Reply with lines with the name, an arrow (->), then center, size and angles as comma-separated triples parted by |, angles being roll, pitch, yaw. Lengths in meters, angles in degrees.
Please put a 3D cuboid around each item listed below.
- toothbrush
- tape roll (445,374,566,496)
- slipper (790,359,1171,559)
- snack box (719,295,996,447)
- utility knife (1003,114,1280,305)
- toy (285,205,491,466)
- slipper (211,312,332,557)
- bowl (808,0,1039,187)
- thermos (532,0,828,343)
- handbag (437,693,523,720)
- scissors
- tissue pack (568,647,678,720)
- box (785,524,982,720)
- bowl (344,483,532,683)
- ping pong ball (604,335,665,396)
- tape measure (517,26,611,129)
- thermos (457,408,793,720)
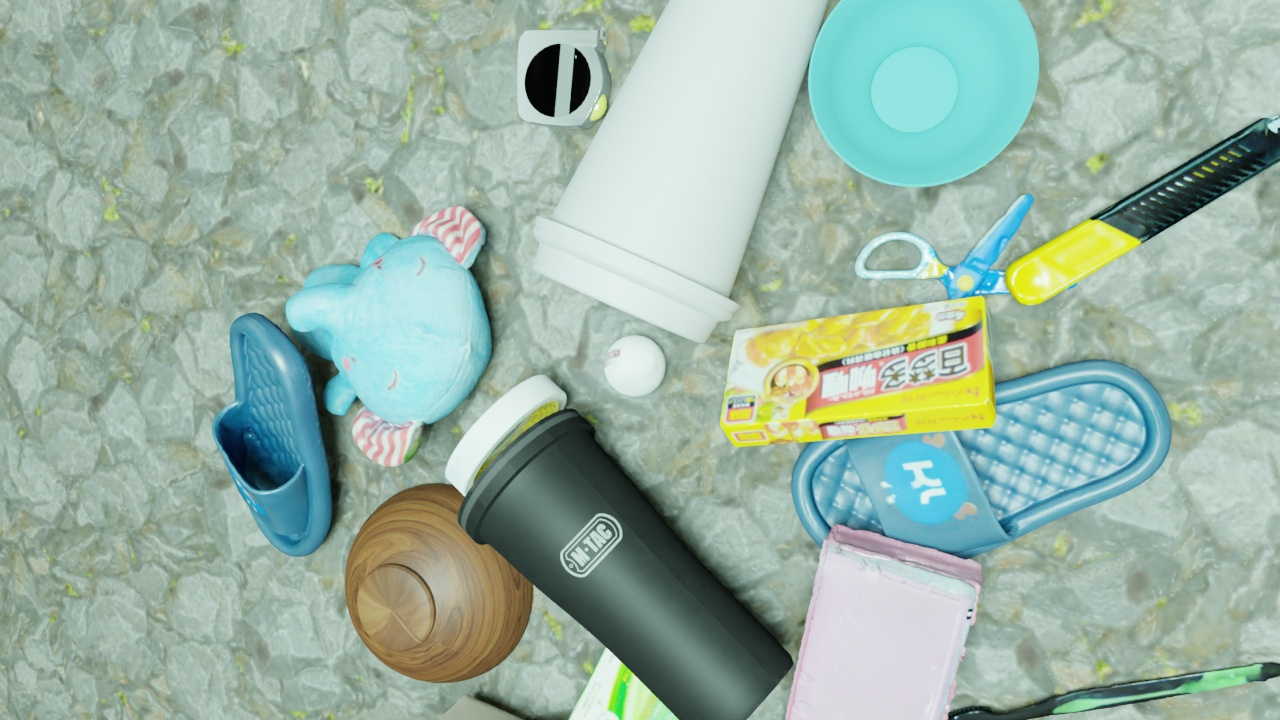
toothbrush -> 0.272, 0.198, 0.540 | 0.188, 0.017, 0.014 | -17, 92, 16
tape roll -> -0.088, 0.050, 0.606 | 0.019, 0.094, 0.094 | 42, 106, 11
slipper -> 0.193, 0.066, 0.531 | 0.214, 0.059, 0.104 | -20, 90, 18
snack box -> 0.125, 0.008, 0.535 | 0.152, 0.025, 0.075 | -7, 51, 27
utility knife -> 0.293, -0.090, 0.502 | 0.198, 0.020, 0.029 | -31, 90, 14
toy -> -0.186, -0.029, 0.634 | 0.181, 0.114, 0.183 | 15, 88, 29
slipper -> -0.272, 0.059, 0.659 | 0.104, 0.059, 0.214 | 35, 133, 27
bowl -> 0.159, -0.159, 0.527 | 0.121, 0.046, 0.121 | 1, 96, 12
thermos -> 0.031, -0.133, 0.542 | 0.131, 0.131, 0.222 | 25, 94, 16
handbag -> -0.075, 0.294, 0.555 | 0.195, 0.198, 0.101 | 22, 86, 10
scissors -> 0.187, -0.050, 0.549 | 0.125, 0.016, 0.125 | 37, 105, 8
tissue pack -> 0.009, 0.225, 0.595 | 0.099, 0.034, 0.113 | 21, 66, 17
box -> 0.133, 0.216, 0.551 | 0.098, 0.041, 0.233 | 15, 110, 16
bowl -> -0.158, 0.167, 0.653 | 0.147, 0.068, 0.147 | 2, 95, 19
ping pong ball -> -0.004, 0.004, 0.602 | 0.040, 0.040, 0.040 | 1, 95, 19
tape measure -> -0.051, -0.190, 0.616 | 0.064, 0.016, 0.065 | 7, 96, 19
thermos -> -0.010, 0.133, 0.571 | 0.218, 0.105, 0.106 | 42, 106, 16
